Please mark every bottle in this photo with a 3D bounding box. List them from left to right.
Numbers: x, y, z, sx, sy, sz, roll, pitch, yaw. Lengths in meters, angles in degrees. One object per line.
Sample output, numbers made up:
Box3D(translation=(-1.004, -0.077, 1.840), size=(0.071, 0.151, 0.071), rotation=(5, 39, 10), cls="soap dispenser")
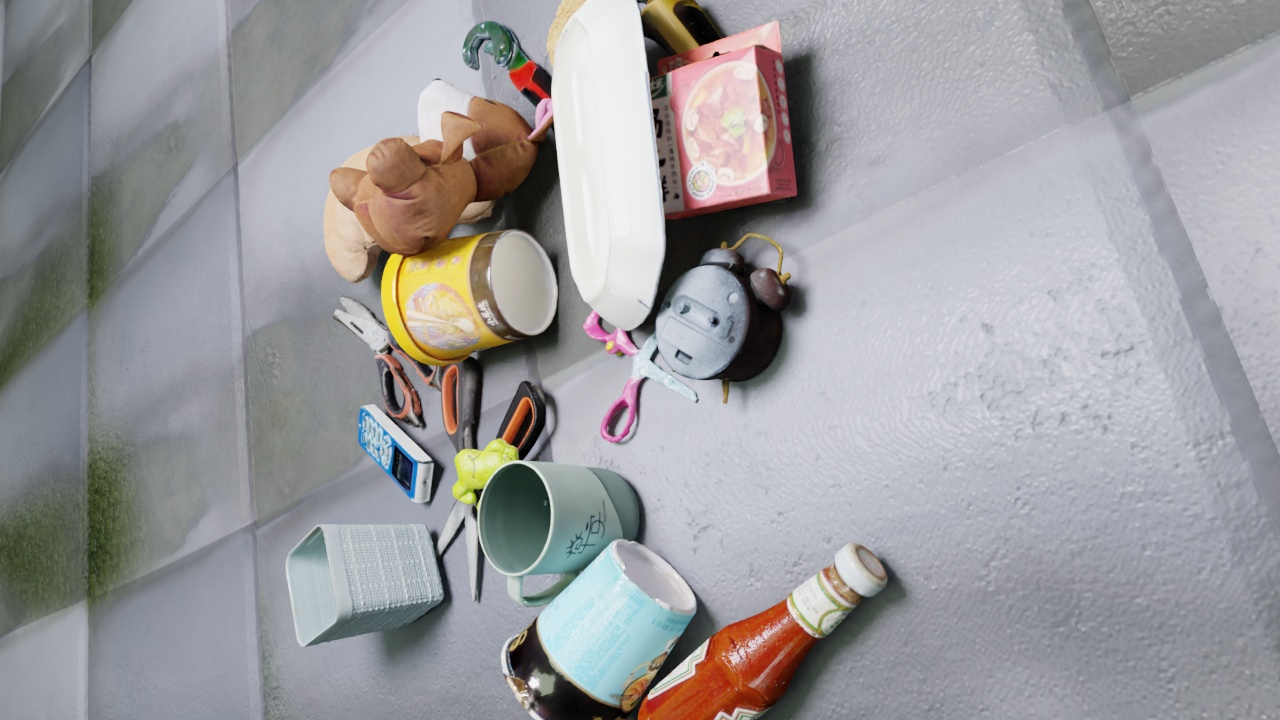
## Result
Box3D(translation=(0.080, 0.197, 0.612), size=(0.206, 0.059, 0.059), rotation=(-48, 56, 23), cls="bottle")

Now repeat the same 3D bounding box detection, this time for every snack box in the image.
Box3D(translation=(0.050, -0.174, 0.672), size=(0.113, 0.044, 0.127), rotation=(-5, 93, 40), cls="snack box")

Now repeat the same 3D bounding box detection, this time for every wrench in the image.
Box3D(translation=(-0.099, -0.252, 0.866), size=(0.273, 0.016, 0.056), rotation=(49, 117, 35), cls="wrench")

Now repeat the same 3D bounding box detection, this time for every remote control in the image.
Box3D(translation=(-0.246, 0.090, 0.920), size=(0.125, 0.024, 0.049), rotation=(34, 124, 39), cls="remote control")

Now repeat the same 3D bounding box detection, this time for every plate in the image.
Box3D(translation=(-0.032, -0.155, 0.710), size=(0.162, 0.034, 0.265), rotation=(160, 105, -69), cls="plate")

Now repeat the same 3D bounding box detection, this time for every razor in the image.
Box3D(translation=(0.040, -0.258, 0.728), size=(0.167, 0.062, 0.068), rotation=(60, 146, 24), cls="razor")

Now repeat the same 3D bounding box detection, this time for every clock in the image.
Box3D(translation=(0.063, -0.035, 0.667), size=(0.082, 0.055, 0.122), rotation=(33, 103, 39), cls="clock")

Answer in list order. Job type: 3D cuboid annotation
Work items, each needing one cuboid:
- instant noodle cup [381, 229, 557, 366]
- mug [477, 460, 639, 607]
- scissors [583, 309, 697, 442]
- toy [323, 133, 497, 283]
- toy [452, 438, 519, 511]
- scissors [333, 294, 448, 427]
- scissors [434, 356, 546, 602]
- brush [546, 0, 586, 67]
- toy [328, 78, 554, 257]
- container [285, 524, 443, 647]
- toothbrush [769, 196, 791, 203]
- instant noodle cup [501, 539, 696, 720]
Box3D(translation=(-0.146, -0.060, 0.813), size=(0.115, 0.118, 0.118), rotation=(-9, 77, 31), cls="instant noodle cup")
Box3D(translation=(-0.063, 0.135, 0.709), size=(0.082, 0.106, 0.112), rotation=(16, 92, 40), cls="mug")
Box3D(translation=(-0.005, 0.005, 0.745), size=(0.133, 0.017, 0.134), rotation=(33, 100, 35), cls="scissors")
Box3D(translation=(-0.240, -0.166, 0.935), size=(0.227, 0.082, 0.143), rotation=(-14, 79, 35), cls="toy")
Box3D(translation=(-0.112, 0.115, 0.782), size=(0.097, 0.031, 0.100), rotation=(-18, 98, 16), cls="toy")
Box3D(translation=(-0.274, -0.005, 0.971), size=(0.205, 0.015, 0.198), rotation=(-17, 73, 37), cls="scissors")
Box3D(translation=(-0.151, 0.096, 0.851), size=(0.221, 0.021, 0.227), rotation=(-44, 57, 32), cls="scissors")
Box3D(translation=(-0.018, -0.371, 0.804), size=(0.083, 0.045, 0.254), rotation=(26, 93, 60), cls="brush")
Box3D(translation=(-0.167, -0.176, 0.797), size=(0.140, 0.199, 0.130), rotation=(-4, 113, 49), cls="toy")
Box3D(translation=(-0.253, 0.203, 0.850), size=(0.090, 0.111, 0.090), rotation=(-39, 60, 38), cls="container")
Box3D(translation=(0.038, -0.144, 0.724), size=(0.189, 0.014, 0.017), rotation=(17, 106, 35), cls="toothbrush")
Box3D(translation=(-0.024, 0.200, 0.673), size=(0.120, 0.111, 0.111), rotation=(-53, 54, 11), cls="instant noodle cup")
